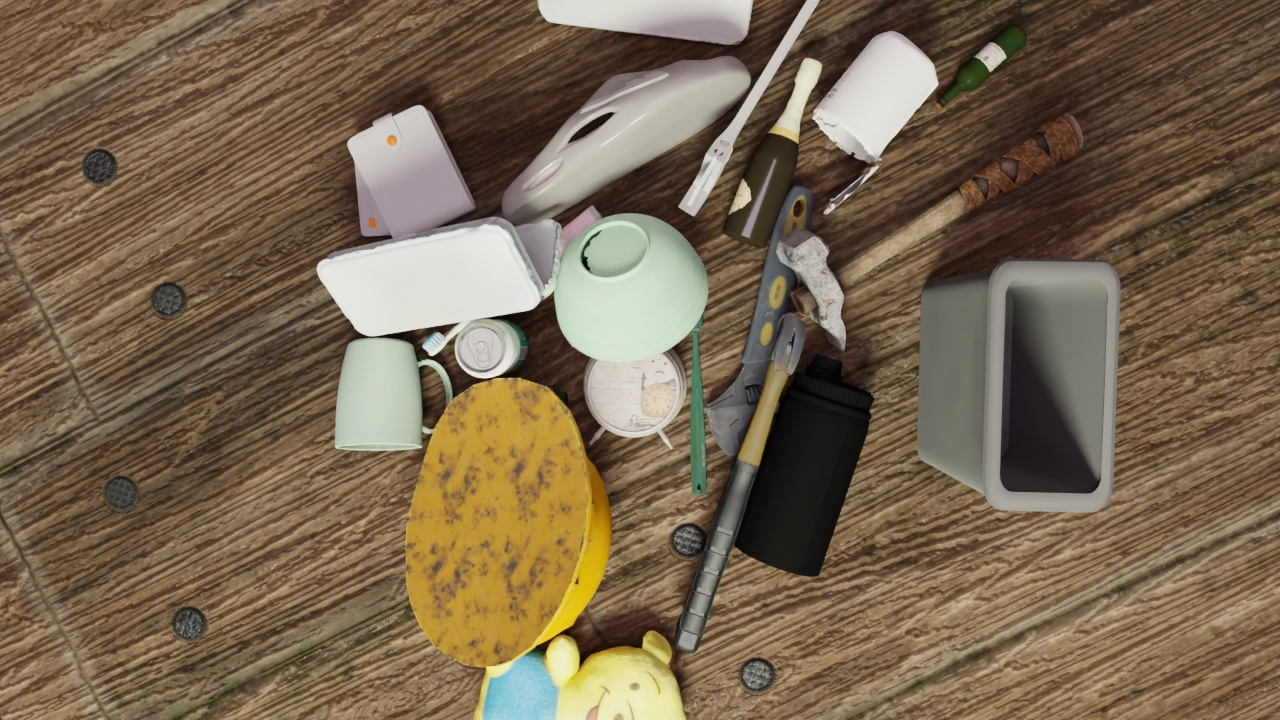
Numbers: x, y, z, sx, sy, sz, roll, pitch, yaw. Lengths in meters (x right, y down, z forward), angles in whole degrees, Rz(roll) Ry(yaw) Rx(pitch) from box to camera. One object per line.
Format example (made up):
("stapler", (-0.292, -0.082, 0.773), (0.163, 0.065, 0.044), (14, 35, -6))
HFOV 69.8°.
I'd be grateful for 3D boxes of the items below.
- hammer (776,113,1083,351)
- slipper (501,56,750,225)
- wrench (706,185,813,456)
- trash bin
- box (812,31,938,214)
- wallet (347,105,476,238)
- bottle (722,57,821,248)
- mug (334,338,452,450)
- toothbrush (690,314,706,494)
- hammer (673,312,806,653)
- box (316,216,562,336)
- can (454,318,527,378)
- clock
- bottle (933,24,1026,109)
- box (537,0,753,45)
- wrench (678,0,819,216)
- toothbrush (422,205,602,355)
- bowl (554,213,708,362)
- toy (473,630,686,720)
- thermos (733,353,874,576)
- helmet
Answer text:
("hammer", (0.283, -0.136, 0.877), (0.319, 0.049, 0.121), (-32, 113, -1))
("slipper", (-0.028, -0.226, 0.872), (0.266, 0.113, 0.080), (-32, 79, 9))
("wrench", (0.124, -0.037, 0.904), (0.073, 0.022, 0.273), (14, 93, -6))
("trash bin", (0.315, 0.016, 0.799), (0.097, 0.219, 0.192), (1, 92, 2))
("box", (0.207, -0.221, 0.865), (0.092, 0.083, 0.166), (41, 95, -8))
("wallet", (-0.241, -0.180, 0.911), (0.115, 0.037, 0.118), (-25, 94, 3))
("bottle", (0.133, -0.202, 0.886), (0.045, 0.045, 0.184), (21, 93, 2))
("mug", (-0.241, 0.035, 0.903), (0.111, 0.084, 0.104), (4, 79, -25))
("toothbrush", (0.056, 0.039, 0.914), (0.016, 0.017, 0.190), (-2, 92, 2))
("hammer", (0.092, 0.118, 0.858), (0.025, 0.117, 0.333), (18, 99, 4))
("box", (-0.177, -0.097, 0.861), (0.215, 0.126, 0.106), (-6, 125, 23))
("can", (-0.142, -0.012, 0.879), (0.055, 0.101, 0.055), (0, 92, 3))
("clock", (-0.006, 0.005, 0.893), (0.103, 0.061, 0.157), (3, 94, 2))
("bottle", (0.325, -0.280, 0.883), (0.106, 0.025, 0.025), (-42, 90, 4))
("box", (0.007, -0.374, 0.885), (0.210, 0.057, 0.117), (8, 95, 2))
("wrench", (0.114, -0.258, 0.881), (0.018, 0.087, 0.273), (31, 83, 1))
("toothbrush", (-0.127, -0.076, 0.913), (0.222, 0.027, 0.026), (-38, 117, 3))
("bowl", (-0.016, -0.080, 0.850), (0.151, 0.077, 0.150), (-7, 57, 11))
("toy", (-0.058, 0.335, 0.900), (0.214, 0.084, 0.149), (6, 93, 0))
("thermos", (0.161, 0.096, 0.876), (0.086, 0.086, 0.198), (18, 93, 2))
("helmet", (-0.104, 0.155, 0.867), (0.206, 0.131, 0.255), (-8, 70, 29))
